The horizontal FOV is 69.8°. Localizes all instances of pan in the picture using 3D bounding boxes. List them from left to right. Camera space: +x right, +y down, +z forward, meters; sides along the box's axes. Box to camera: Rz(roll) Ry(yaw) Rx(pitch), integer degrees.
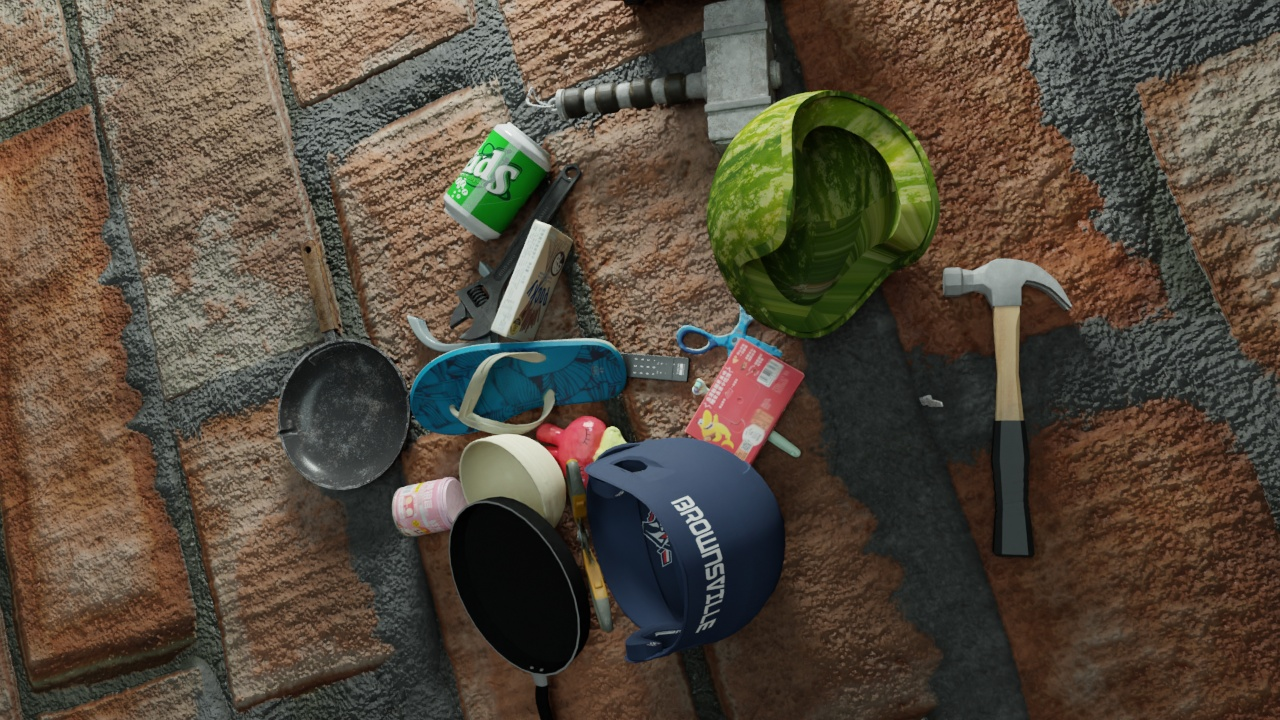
[{"bbox_3d":[-0.416,-0.001,1.260,0.208,0.040,0.356,-16,80,14],"label":"pan"},{"bbox_3d":[-0.133,0.333,1.118,0.226,0.034,0.356,-5,103,42],"label":"pan"}]

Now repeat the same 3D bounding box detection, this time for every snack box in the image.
[{"bbox_3d":[-0.137,-0.097,1.165,0.026,0.082,0.150,22,92,17],"label":"snack box"},{"bbox_3d":[0.124,0.052,1.093,0.089,0.021,0.133,31,89,16],"label":"snack box"}]

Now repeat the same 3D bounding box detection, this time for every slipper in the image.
[{"bbox_3d":[-0.164,0.034,1.154,0.295,0.060,0.118,-10,107,13],"label":"slipper"}]

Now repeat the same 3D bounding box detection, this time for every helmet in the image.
[{"bbox_3d":[0.037,0.197,1.028,0.273,0.222,0.232,-9,94,46],"label":"helmet"},{"bbox_3d":[0.181,-0.162,1.003,0.213,0.248,0.242,0,60,-16],"label":"helmet"}]

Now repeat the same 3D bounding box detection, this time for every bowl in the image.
[{"bbox_3d":[-0.146,0.153,1.137,0.151,0.075,0.151,20,122,34],"label":"bowl"}]

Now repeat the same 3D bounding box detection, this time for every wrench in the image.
[{"bbox_3d":[-0.159,-0.142,1.190,0.073,0.018,0.273,33,85,14],"label":"wrench"}]

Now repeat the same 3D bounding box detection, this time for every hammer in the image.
[{"bbox_3d":[0.012,-0.334,1.145,0.327,0.079,0.177,-3,84,16],"label":"hammer"},{"bbox_3d":[0.410,0.051,1.021,0.131,0.039,0.328,-1,85,15],"label":"hammer"}]

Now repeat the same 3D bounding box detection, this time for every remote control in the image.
[{"bbox_3d":[-0.007,0.007,1.156,0.140,0.009,0.030,5,86,16],"label":"remote control"}]

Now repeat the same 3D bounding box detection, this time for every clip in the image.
[{"bbox_3d":[-0.239,-0.053,1.219,0.166,0.032,0.164,8,87,17],"label":"clip"}]

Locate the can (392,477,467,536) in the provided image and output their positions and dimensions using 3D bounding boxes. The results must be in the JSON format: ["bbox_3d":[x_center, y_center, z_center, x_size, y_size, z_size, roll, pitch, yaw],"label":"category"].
[{"bbox_3d":[-0.271,0.189,1.185,0.076,0.067,0.067,-13,82,15],"label":"can"}]

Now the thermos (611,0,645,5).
[{"bbox_3d":[0.075,-0.520,1.105,0.226,0.172,0.172,4,86,10],"label":"thermos"}]

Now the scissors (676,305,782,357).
[{"bbox_3d":[0.109,-0.032,1.128,0.140,0.011,0.134,4,88,16],"label":"scissors"}]

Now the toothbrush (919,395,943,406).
[{"bbox_3d":[0.312,0.043,0.973,0.010,0.181,0.010,-22,85,10],"label":"toothbrush"}]

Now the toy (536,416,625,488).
[{"bbox_3d":[-0.073,0.114,1.146,0.135,0.045,0.091,14,93,24],"label":"toy"}]

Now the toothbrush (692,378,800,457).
[{"bbox_3d":[0.128,0.070,1.109,0.155,0.015,0.022,34,120,16],"label":"toothbrush"}]

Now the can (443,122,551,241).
[{"bbox_3d":[-0.185,-0.231,1.188,0.088,0.087,0.140,40,96,15],"label":"can"}]

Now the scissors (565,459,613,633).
[{"bbox_3d":[-0.064,0.199,1.052,0.016,0.225,0.230,-12,124,-9],"label":"scissors"}]
